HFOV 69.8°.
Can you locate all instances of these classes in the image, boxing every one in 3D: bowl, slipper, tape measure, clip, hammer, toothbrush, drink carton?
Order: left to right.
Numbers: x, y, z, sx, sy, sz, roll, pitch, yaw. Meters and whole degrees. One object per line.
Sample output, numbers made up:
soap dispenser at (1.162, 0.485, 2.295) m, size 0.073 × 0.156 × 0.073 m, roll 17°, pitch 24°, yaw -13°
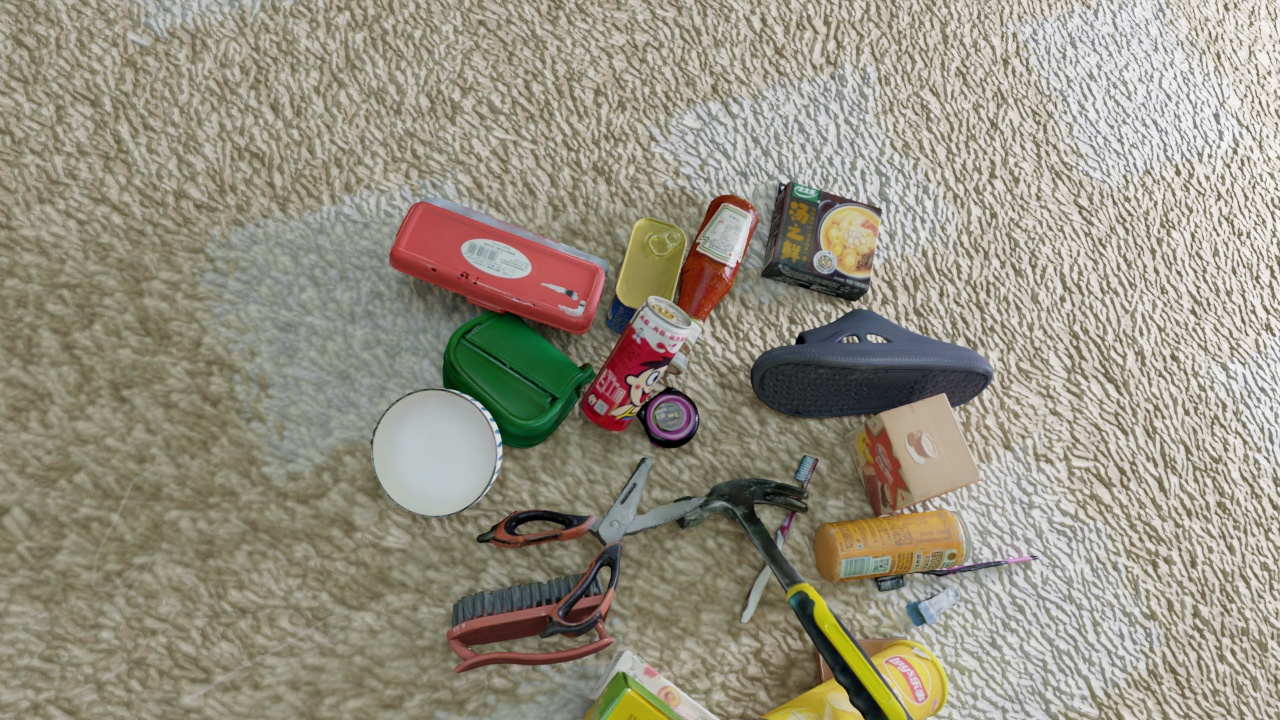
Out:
bowl at (-0.182, 0.082, 0.847) m, size 0.116 × 0.066 × 0.116 m, roll 0°, pitch 90°, yaw 5°
drink carton at (0.018, 0.318, 0.826) m, size 0.122 × 0.046 × 0.053 m, roll 36°, pitch 69°, yaw 2°
tape measure at (0.030, 0.060, 0.921) m, size 0.057 × 0.039 × 0.058 m, roll -38°, pitch 76°, yaw -11°
toothbrush at (0.137, 0.175, 0.916) m, size 0.017 × 0.016 × 0.187 m, roll 26°, pitch 68°, yaw 7°
hammer at (0.151, 0.215, 0.802) m, size 0.126 × 0.032 × 0.323 m, roll -15°, pitch 39°, yaw -17°
slipper at (0.234, 0.002, 0.957) m, size 0.268 × 0.111 × 0.083 m, roll 2°, pitch 55°, yaw -16°
clip at (0.298, 0.245, 0.922) m, size 0.058 × 0.044 × 0.027 m, roll -19°, pitch 73°, yaw -25°
toothbrush at (0.327, 0.217, 0.941) m, size 0.189 × 0.014 × 0.017 m, roll -4°, pitch 82°, yaw -13°

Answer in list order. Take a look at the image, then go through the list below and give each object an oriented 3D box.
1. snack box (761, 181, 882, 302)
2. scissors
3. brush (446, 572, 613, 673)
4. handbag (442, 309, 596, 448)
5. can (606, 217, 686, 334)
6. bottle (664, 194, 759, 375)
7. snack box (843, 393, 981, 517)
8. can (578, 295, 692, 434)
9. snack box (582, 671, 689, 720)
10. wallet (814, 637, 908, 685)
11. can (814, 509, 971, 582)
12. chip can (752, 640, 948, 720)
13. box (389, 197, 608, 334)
snack box at (0.202, -0.140, 1.022) m, size 0.113 × 0.053 × 0.125 m, roll 15°, pitch 74°, yaw -6°
scissors at (-0.038, 0.165, 0.843) m, size 0.225 × 0.015 × 0.188 m, roll -8°, pitch 41°, yaw -8°
brush at (-0.099, 0.238, 0.821) m, size 0.145 × 0.063 × 0.069 m, roll -7°, pitch 59°, yaw -12°
handbag at (-0.121, 0.012, 0.897) m, size 0.131 × 0.068 × 0.120 m, roll 42°, pitch 60°, yaw 6°
can at (0.003, -0.081, 0.940) m, size 0.057 × 0.083 × 0.102 m, roll 17°, pitch 69°, yaw -6°
bottle at (0.066, -0.079, 0.965) m, size 0.060 × 0.060 × 0.205 m, roll 25°, pitch 69°, yaw -2°
snack box at (0.271, 0.097, 0.926) m, size 0.077 × 0.094 × 0.092 m, roll -15°, pitch 75°, yaw -15°
can at (-0.005, 0.005, 0.880) m, size 0.053 × 0.133 × 0.053 m, roll 27°, pitch 23°, yaw -13°
snack box at (-0.015, 0.391, 0.756) m, size 0.157 × 0.070 × 0.210 m, roll 37°, pitch 83°, yaw 0°
wallet at (0.220, 0.326, 0.880) m, size 0.101 × 0.020 × 0.115 m, roll 1°, pitch 69°, yaw -12°
can at (0.249, 0.184, 0.912) m, size 0.146 × 0.058 × 0.058 m, roll -4°, pitch 72°, yaw -13°
chip can at (0.178, 0.305, 0.785) m, size 0.212 × 0.072 × 0.072 m, roll -8°, pitch 71°, yaw -42°
box at (-0.131, -0.104, 0.900) m, size 0.201 × 0.074 × 0.154 m, roll 19°, pitch 31°, yaw -5°
